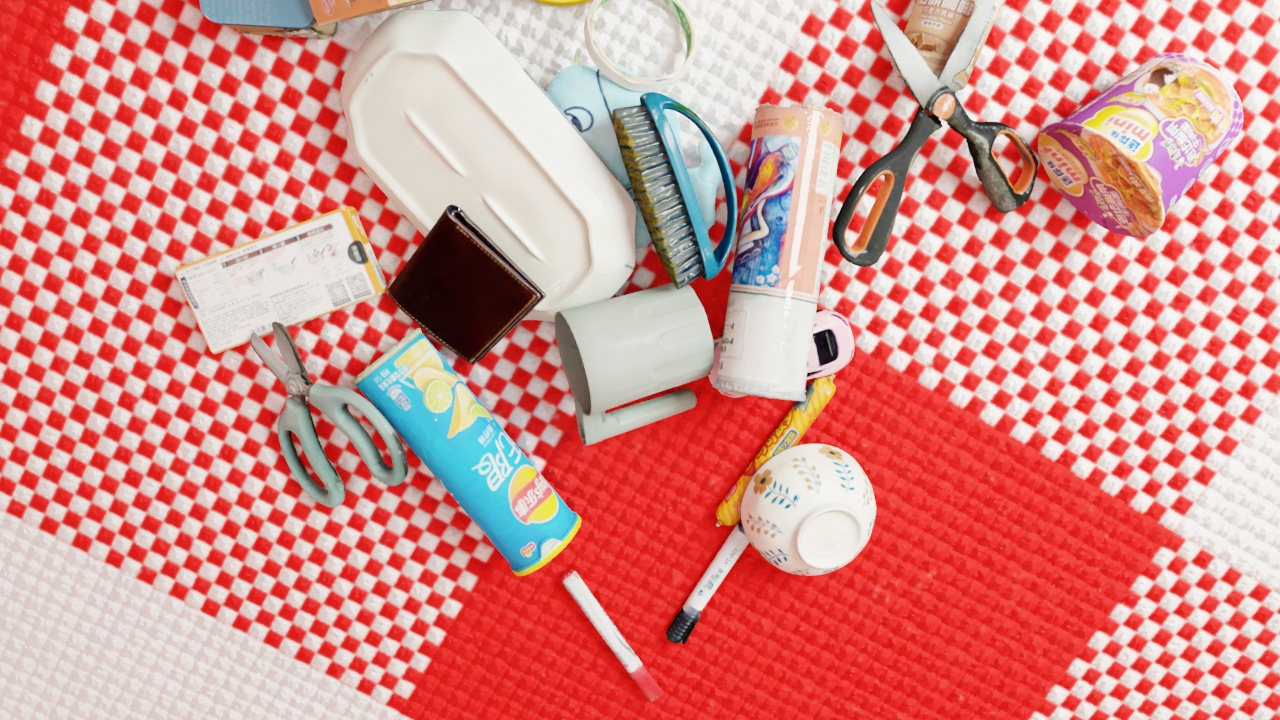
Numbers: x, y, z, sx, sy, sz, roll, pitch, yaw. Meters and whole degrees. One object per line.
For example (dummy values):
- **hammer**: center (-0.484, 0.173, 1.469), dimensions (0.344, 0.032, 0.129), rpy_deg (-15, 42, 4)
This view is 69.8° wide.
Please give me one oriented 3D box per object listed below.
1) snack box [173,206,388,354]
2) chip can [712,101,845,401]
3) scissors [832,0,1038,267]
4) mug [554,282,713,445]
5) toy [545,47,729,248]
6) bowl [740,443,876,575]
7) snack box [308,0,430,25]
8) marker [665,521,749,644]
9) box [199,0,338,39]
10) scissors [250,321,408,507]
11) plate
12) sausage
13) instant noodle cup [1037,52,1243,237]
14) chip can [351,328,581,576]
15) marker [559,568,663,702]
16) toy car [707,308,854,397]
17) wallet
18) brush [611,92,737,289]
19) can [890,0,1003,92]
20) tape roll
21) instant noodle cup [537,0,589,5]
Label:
- **snack box**: center (-0.291, -0.065, 0.745), dimensions (0.154, 0.026, 0.075), rpy_deg (-19, 102, 6)
- **chip can**: center (0.105, -0.080, 0.693), dimensions (0.071, 0.071, 0.214), rpy_deg (8, 92, -1)
- **scissors**: center (0.221, -0.165, 0.667), dimensions (0.220, 0.021, 0.234), rpy_deg (18, 109, -32)
- **mug**: center (-0.004, 0.004, 0.724), dimensions (0.103, 0.083, 0.124), rpy_deg (-17, 130, -15)
- **toy**: center (-0.014, -0.162, 0.707), dimensions (0.161, 0.049, 0.156), rpy_deg (-10, 104, -1)
- **bowl**: center (0.144, 0.131, 0.753), dimensions (0.113, 0.062, 0.113), rpy_deg (-3, 109, -9)
- **snack box**: center (-0.174, -0.286, 0.635), dimensions (0.094, 0.092, 0.077), rpy_deg (7, 120, 41)
- **marker**: center (0.063, 0.195, 0.803), dimensions (0.022, 0.018, 0.131), rpy_deg (31, 102, -7)
- **box**: center (-0.269, -0.332, 0.666), dimensions (0.090, 0.062, 0.184), rpy_deg (1, 105, 0)
- **scissors**: center (-0.248, 0.045, 0.738), dimensions (0.172, 0.019, 0.177), rpy_deg (3, 115, 29)
- **plate**: center (-0.121, -0.136, 0.694), dimensions (0.162, 0.034, 0.265), rpy_deg (-36, 101, 29)
- **sausage**: center (0.113, 0.077, 0.773), dimensions (0.021, 0.021, 0.165), rpy_deg (34, 101, -7)
- **instant noodle cup**: center (0.372, -0.162, 0.676), dimensions (0.099, 0.111, 0.111), rpy_deg (-40, 99, 0)
- **chip can**: center (-0.141, 0.076, 0.751), dimensions (0.071, 0.071, 0.210), rpy_deg (-37, 100, 8)
- **marker**: center (-0.026, 0.245, 0.817), dimensions (0.017, 0.017, 0.145), rpy_deg (-32, 100, 8)
- **toy car**: center (0.113, -0.005, 0.748), dimensions (0.122, 0.037, 0.056), rpy_deg (-15, 101, 5)
- **wallet**: center (-0.138, -0.054, 0.714), dimensions (0.096, 0.020, 0.123), rpy_deg (42, 137, -10)
- **brush**: center (0.032, -0.127, 0.671), dimensions (0.073, 0.055, 0.144), rpy_deg (-23, 110, -2)
- **can**: center (0.234, -0.262, 0.675), dimensions (0.058, 0.058, 0.116), rpy_deg (20, 102, -4)
- **tape roll**: center (0.000, -0.242, 0.684), dimensions (0.085, 0.014, 0.085), rpy_deg (4, 76, -15)
- **instant noodle cup**: center (-0.059, -0.318, 0.638), dimensions (0.118, 0.114, 0.118), rpy_deg (0, 103, 0)
